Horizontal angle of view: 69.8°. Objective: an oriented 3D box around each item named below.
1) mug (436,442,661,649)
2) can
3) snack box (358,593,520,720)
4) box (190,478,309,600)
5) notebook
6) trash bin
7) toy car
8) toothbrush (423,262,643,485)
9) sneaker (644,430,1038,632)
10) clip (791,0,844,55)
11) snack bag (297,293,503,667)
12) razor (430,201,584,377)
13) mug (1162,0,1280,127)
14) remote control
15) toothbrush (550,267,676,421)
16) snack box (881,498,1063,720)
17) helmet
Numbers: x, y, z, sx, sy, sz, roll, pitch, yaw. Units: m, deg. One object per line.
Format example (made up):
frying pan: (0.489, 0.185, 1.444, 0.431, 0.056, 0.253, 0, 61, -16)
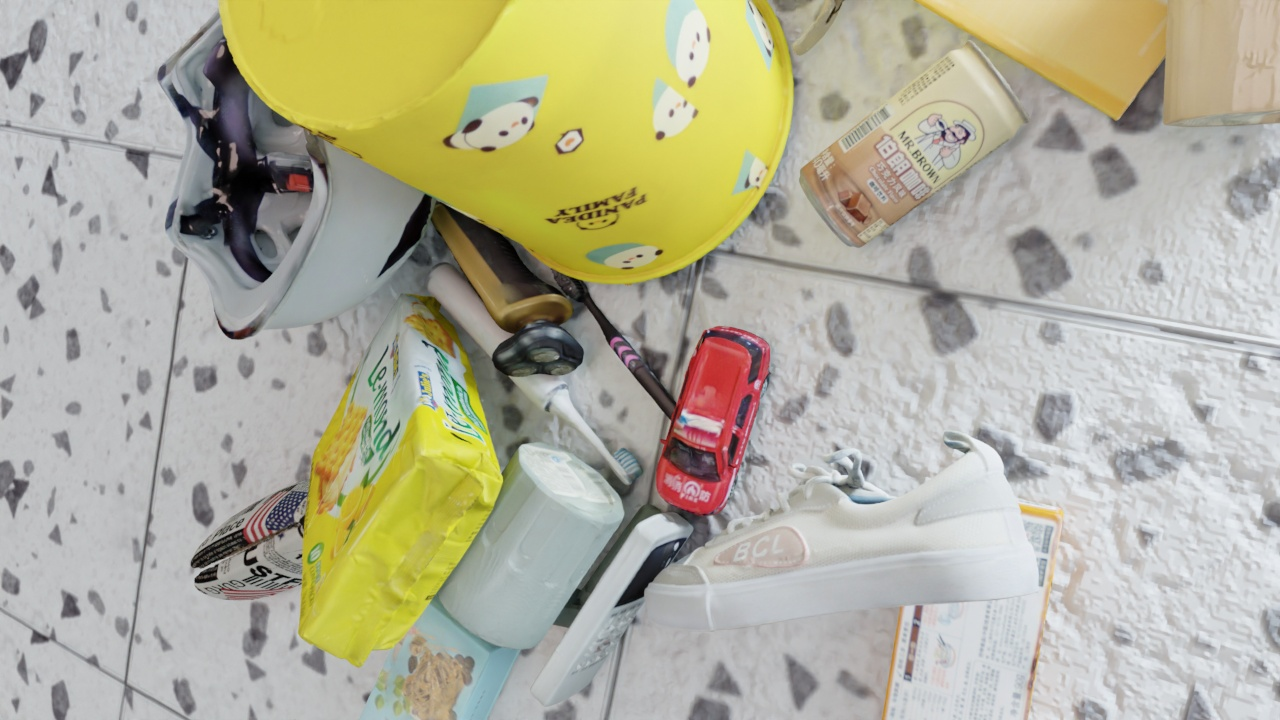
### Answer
mug: (-0.055, 0.122, 0.593, 0.103, 0.123, 0.083, -57, 37, 14)
can: (0.151, -0.119, 0.515, 0.116, 0.058, 0.058, -37, 74, 22)
snack box: (-0.156, 0.254, 0.675, 0.074, 0.051, 0.175, 31, 103, 23)
box: (-0.302, 0.139, 0.751, 0.163, 0.076, 0.087, -25, 58, 28)
notebook: (0.209, -0.244, 0.486, 0.206, 0.010, 0.146, 35, 104, 9)
trash bin: (-0.062, -0.176, 0.504, 0.230, 0.255, 0.229, -3, 83, 25)
toy car: (0.043, 0.038, 0.573, 0.053, 0.045, 0.120, 17, 96, 19)
toothbrush: (-0.078, 0.008, 0.650, 0.026, 0.027, 0.221, -40, 69, -15)
sneaker: (0.092, 0.099, 0.515, 0.243, 0.089, 0.090, -21, 70, 40)
clip: (0.122, -0.235, 0.544, 0.099, 0.034, 0.066, -25, 80, 27)
snack bag: (-0.163, 0.069, 0.617, 0.158, 0.068, 0.246, -55, 30, 16)
razor: (-0.102, -0.054, 0.643, 0.067, 0.062, 0.167, -40, 62, 3)
mug: (0.310, -0.165, 0.425, 0.124, 0.084, 0.103, -1, 99, 0)
remote control: (-0.018, 0.163, 0.602, 0.021, 0.058, 0.150, 39, 107, 24)
toothbrush: (-0.004, 0.004, 0.618, 0.014, 0.017, 0.189, -44, 73, 17)
snack box: (0.185, 0.151, 0.516, 0.075, 0.026, 0.154, 10, 95, 27)
helmet: (-0.227, -0.143, 0.654, 0.230, 0.145, 0.258, -26, 74, 41)
